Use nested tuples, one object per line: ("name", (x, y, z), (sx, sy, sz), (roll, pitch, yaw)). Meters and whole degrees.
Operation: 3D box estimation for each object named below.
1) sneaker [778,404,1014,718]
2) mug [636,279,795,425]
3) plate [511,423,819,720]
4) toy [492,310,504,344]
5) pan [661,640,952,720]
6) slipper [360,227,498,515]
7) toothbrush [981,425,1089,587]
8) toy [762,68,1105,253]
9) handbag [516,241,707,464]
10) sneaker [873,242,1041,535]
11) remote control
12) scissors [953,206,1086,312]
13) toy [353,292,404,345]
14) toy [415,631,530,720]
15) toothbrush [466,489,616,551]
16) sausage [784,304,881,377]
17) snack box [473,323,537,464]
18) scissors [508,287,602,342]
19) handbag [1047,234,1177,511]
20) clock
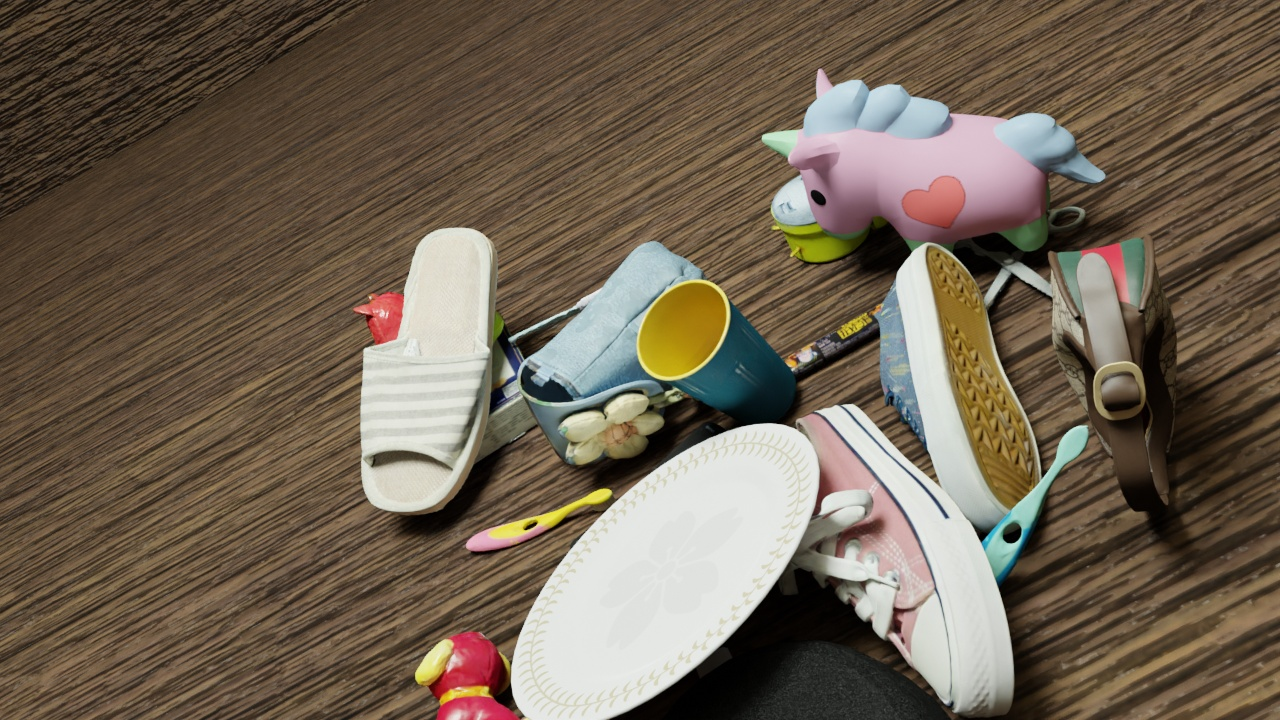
("sneaker", (0.130, 0.110, 0.546), (0.088, 0.118, 0.240), (-12, 31, -8))
("mug", (0.063, 0.002, 0.685), (0.078, 0.121, 0.078), (-19, 56, 30))
("plate", (0.015, 0.131, 0.581), (0.243, 0.016, 0.242), (-37, 16, 12))
("toy", (-0.188, -0.010, 0.872), (0.092, 0.043, 0.117), (26, 70, 37))
("pan", (0.051, 0.201, 0.520), (0.204, 0.044, 0.355), (-41, 32, 9))
("slipper", (-0.185, 0.000, 0.814), (0.114, 0.054, 0.272), (5, 69, 9))
("toothbrush", (0.214, 0.091, 0.517), (0.022, 0.135, 0.017), (36, 27, 26))
("toy", (0.219, -0.151, 0.698), (0.223, 0.171, 0.119), (-10, 43, 36))
("handbag", (-0.004, 0.004, 0.752), (0.119, 0.122, 0.191), (34, 68, 32))
("sneaker", (0.199, 0.020, 0.624), (0.079, 0.087, 0.234), (-45, 29, 38))
("remote control", (0.010, 0.102, 0.702), (0.151, 0.020, 0.041), (-41, 37, -10))
("scissors", (0.283, -0.083, 0.728), (0.141, 0.014, 0.175), (-38, 35, -9))
("toy", (-0.227, -0.050, 0.958), (0.133, 0.094, 0.088), (-31, 7, -4))
("toy", (-0.112, 0.242, 0.596), (0.106, 0.067, 0.137), (-17, 47, 12))
("toothbrush", (-0.081, 0.130, 0.737), (0.136, 0.016, 0.021), (-22, 40, 16))
("sausage", (0.176, -0.026, 0.732), (0.155, 0.020, 0.020), (-30, 37, 2))
("snack box", (-0.170, 0.038, 0.877), (0.144, 0.042, 0.145), (-33, 37, -2))
("scissors", (-0.046, -0.057, 0.861), (0.170, 0.014, 0.169), (-24, 2, -12))
("handbag", (0.268, 0.010, 0.508), (0.063, 0.166, 0.138), (-13, 53, 25))
("clock", (0.177, -0.138, 0.827), (0.119, 0.057, 0.083), (-26, 37, 8))
